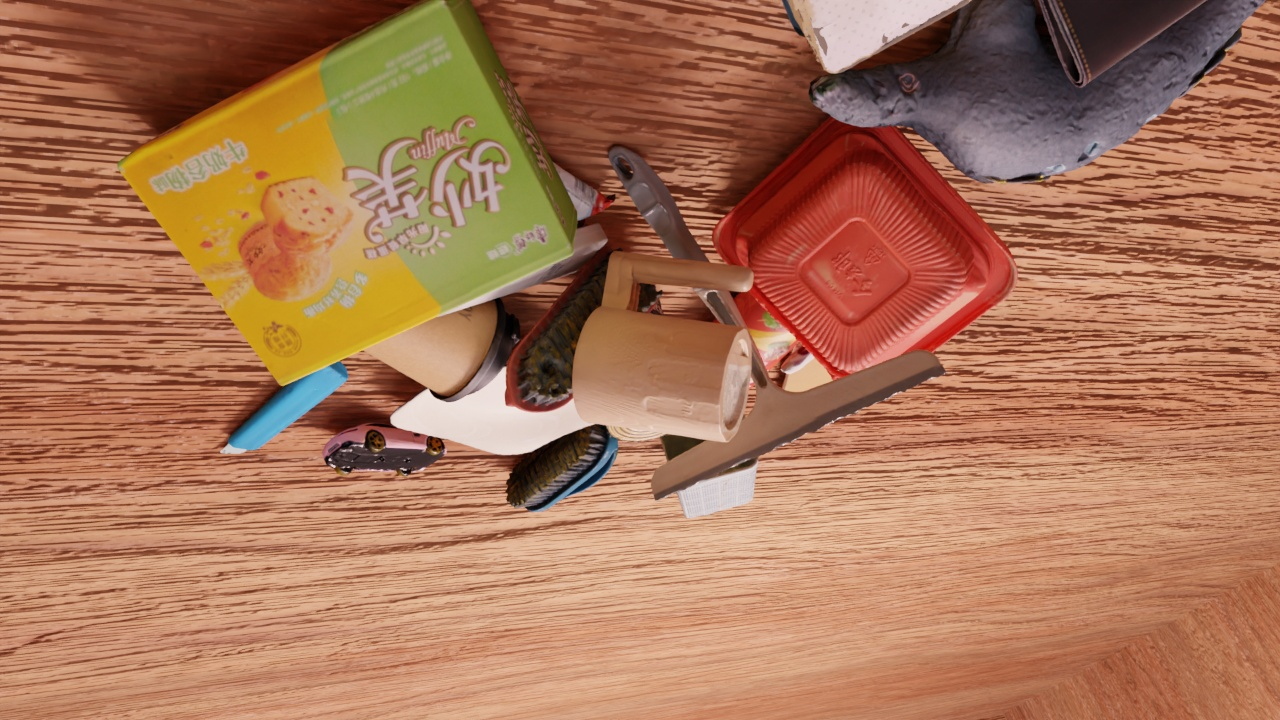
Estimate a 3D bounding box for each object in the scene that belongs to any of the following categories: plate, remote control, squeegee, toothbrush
[{"bbox_3d":[-0.119,0.035,0.811,0.165,0.034,0.163,-24,148,35],"label":"plate"},{"bbox_3d":[-0.088,-0.067,0.661,0.134,0.019,0.056,-23,172,-38],"label":"remote control"},{"bbox_3d":[0.049,-0.049,0.667,0.247,0.246,0.039,-29,-175,30],"label":"squeegee"},{"bbox_3d":[0.197,-0.050,0.810,0.187,0.016,0.017,-39,160,-5],"label":"toothbrush"}]

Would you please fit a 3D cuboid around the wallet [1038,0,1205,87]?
[{"bbox_3d":[0.308,-0.246,0.576,0.122,0.020,0.096,-36,115,-1],"label":"wallet"}]

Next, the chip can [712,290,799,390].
[{"bbox_3d":[0.099,-0.021,0.813,0.073,0.073,0.217,12,137,-35],"label":"chip can"}]

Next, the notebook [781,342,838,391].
[{"bbox_3d":[0.213,0.005,0.919,0.149,0.012,0.212,-16,157,-4],"label":"notebook"}]

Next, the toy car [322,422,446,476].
[{"bbox_3d":[-0.236,0.081,0.848,0.056,0.037,0.122,-33,155,26],"label":"toy car"}]

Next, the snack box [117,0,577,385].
[{"bbox_3d":[-0.162,-0.099,0.539,0.210,0.070,0.158,-23,116,10],"label":"snack box"}]

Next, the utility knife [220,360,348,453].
[{"bbox_3d":[-0.306,0.043,0.779,0.167,0.018,0.034,-34,139,26],"label":"utility knife"}]

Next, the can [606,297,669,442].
[{"bbox_3d":[-0.005,0.004,0.770,0.075,0.111,0.075,-12,145,-8],"label":"can"}]

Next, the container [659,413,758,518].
[{"bbox_3d":[0.071,0.106,0.969,0.090,0.090,0.112,-15,149,-3],"label":"container"}]

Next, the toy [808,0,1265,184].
[{"bbox_3d":[0.282,-0.193,0.637,0.356,0.091,0.138,-15,134,-7],"label":"toy"}]

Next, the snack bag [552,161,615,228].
[{"bbox_3d":[-0.063,-0.122,0.641,0.045,0.026,0.105,-18,150,33],"label":"snack bag"}]

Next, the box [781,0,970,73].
[{"bbox_3d":[0.159,-0.245,0.539,0.184,0.059,0.090,-24,145,13],"label":"box"}]

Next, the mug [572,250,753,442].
[{"bbox_3d":[0.020,-0.010,0.634,0.104,0.124,0.084,8,176,20],"label":"mug"}]

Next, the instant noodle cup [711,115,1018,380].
[{"bbox_3d":[0.160,-0.071,0.673,0.189,0.079,0.165,45,115,-3],"label":"instant noodle cup"}]

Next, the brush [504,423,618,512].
[{"bbox_3d":[-0.073,0.109,0.938,0.073,0.055,0.144,19,131,-41],"label":"brush"}]

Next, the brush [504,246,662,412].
[{"bbox_3d":[-0.051,-0.017,0.708,0.063,0.145,0.069,45,158,-14],"label":"brush"}]

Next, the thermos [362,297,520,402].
[{"bbox_3d":[-0.169,-0.031,0.679,0.093,0.093,0.143,-38,133,28],"label":"thermos"}]
